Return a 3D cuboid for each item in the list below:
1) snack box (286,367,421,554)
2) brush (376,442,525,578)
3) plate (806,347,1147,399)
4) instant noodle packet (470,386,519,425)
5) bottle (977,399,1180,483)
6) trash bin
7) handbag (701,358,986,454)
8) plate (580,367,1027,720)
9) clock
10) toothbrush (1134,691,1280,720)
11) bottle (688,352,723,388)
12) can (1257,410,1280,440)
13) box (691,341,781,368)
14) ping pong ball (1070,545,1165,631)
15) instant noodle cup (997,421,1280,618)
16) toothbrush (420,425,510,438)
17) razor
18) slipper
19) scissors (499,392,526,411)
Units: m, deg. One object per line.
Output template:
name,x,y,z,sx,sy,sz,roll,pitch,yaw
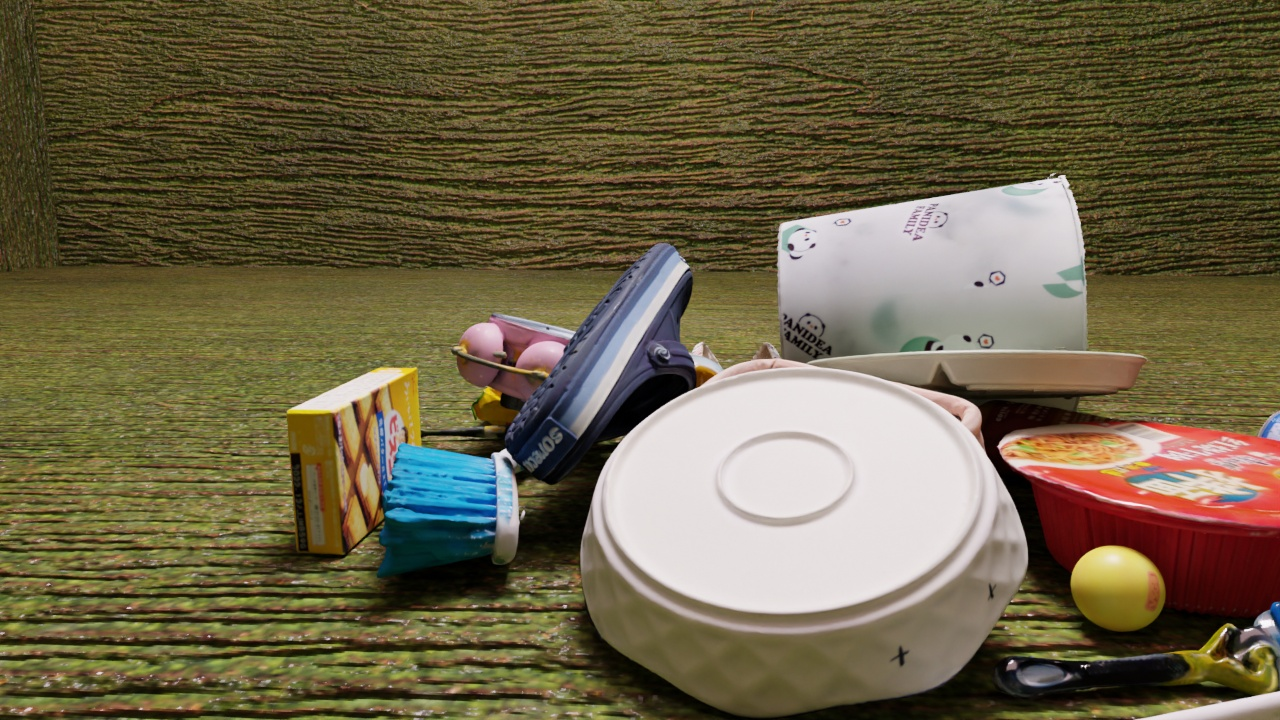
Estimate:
snack box,-0.178,0.058,0.588,0.034,0.087,0.140,0,10,4
brush,-0.109,0.075,0.618,0.109,0.060,0.314,4,7,-11
plate,0.236,0.013,0.665,0.230,0.027,0.230,1,-4,0
instant noodle packet,-0.096,0.033,0.863,0.111,0.044,0.128,2,12,-3
bottle,0.296,0.063,0.656,0.175,0.057,0.057,9,13,41
trash bin,0.265,-0.049,0.874,0.252,0.229,0.229,-3,9,14
handbag,0.070,0.079,0.542,0.233,0.093,0.194,-19,21,-40
plate,0.070,0.068,0.431,0.205,0.046,0.204,-8,32,5
clock,-0.082,0.002,0.740,0.117,0.060,0.158,17,3,26
toothbrush,0.200,0.138,0.350,0.180,0.016,0.016,-2,5,-10
bottle,0.027,0.024,0.788,0.068,0.068,0.189,-1,4,-9
can,0.494,0.072,0.615,0.053,0.053,0.135,-4,11,-20
box,0.100,0.008,0.909,0.087,0.076,0.162,-27,4,7
ping pong ball,0.228,0.109,0.439,0.040,0.040,0.040,0,10,0
instant noodle cup,0.299,0.085,0.507,0.194,0.066,0.193,0,11,0
toothbrush,-0.118,0.061,0.791,0.186,0.012,0.017,0,0,-3
razor,0.216,0.130,0.385,0.142,0.022,0.042,-4,54,-3
slipper,-0.004,0.004,0.623,0.105,0.095,0.252,-44,6,32
scissors,-0.032,0.050,0.748,0.181,0.014,0.159,13,5,6
